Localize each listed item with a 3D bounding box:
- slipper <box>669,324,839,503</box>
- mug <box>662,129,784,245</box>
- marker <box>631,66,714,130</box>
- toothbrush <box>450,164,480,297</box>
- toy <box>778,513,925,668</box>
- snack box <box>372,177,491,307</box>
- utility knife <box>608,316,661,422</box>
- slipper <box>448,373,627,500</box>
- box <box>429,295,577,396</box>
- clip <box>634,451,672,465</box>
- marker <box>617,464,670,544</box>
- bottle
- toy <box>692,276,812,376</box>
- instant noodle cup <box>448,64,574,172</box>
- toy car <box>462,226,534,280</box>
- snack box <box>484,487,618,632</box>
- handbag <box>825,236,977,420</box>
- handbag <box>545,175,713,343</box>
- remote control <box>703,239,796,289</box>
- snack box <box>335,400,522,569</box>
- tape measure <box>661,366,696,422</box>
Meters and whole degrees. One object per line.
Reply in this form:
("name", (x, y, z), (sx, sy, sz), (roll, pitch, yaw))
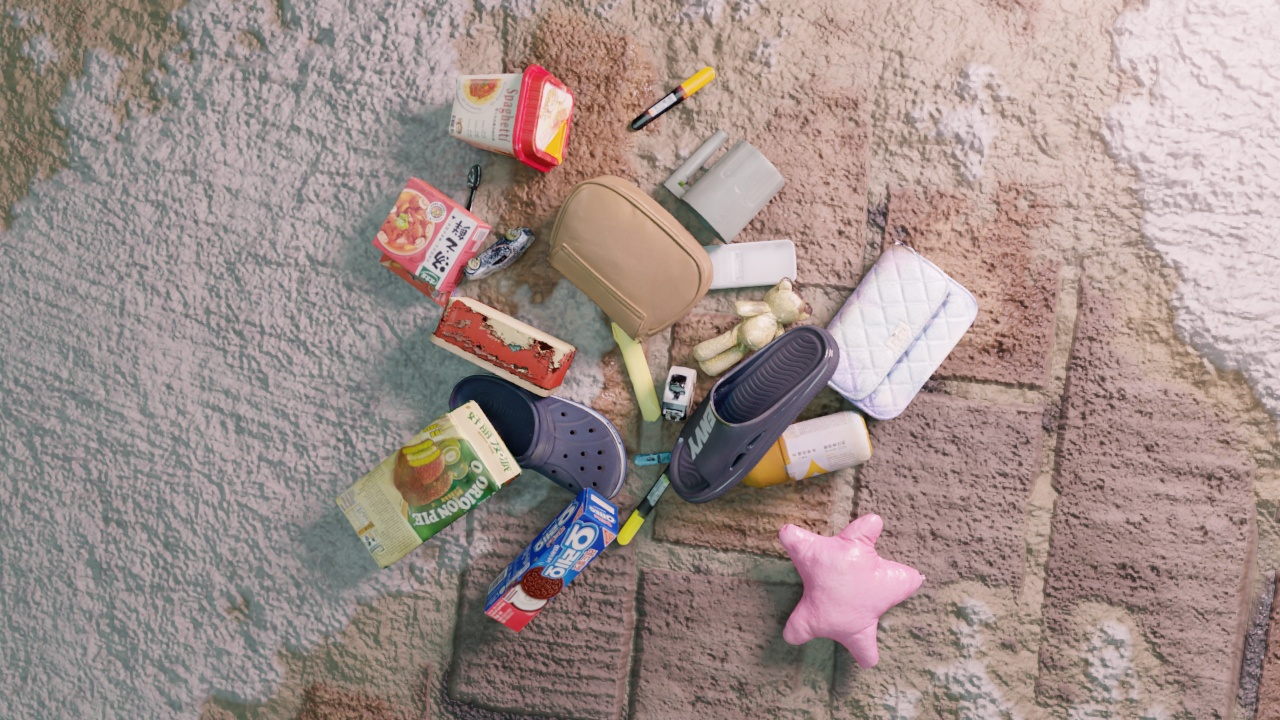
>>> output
("slipper", (0.118, 0.052, 1.097), (0.268, 0.083, 0.110), (-47, 44, 12))
("mug", (0.101, -0.219, 1.133), (0.103, 0.083, 0.124), (-45, 62, 5))
("marker", (0.041, -0.331, 1.163), (0.124, 0.015, 0.018), (-33, 86, 9))
("toothbrush", (-0.233, -0.164, 1.201), (0.014, 0.016, 0.189), (14, 95, 16))
("toy", (0.261, 0.285, 1.128), (0.178, 0.074, 0.194), (-5, 95, 5))
("snack box", (-0.275, -0.151, 1.183), (0.113, 0.044, 0.127), (34, 101, 8))
("utility knife", (-0.007, 0.007, 1.179), (0.031, 0.018, 0.151), (-17, 88, 11))
("slipper", (-0.131, 0.089, 1.159), (0.253, 0.095, 0.105), (28, 97, 8))
("box", (-0.168, -0.027, 1.159), (0.168, 0.091, 0.079), (25, 98, 5))
("clip", (0.020, 0.126, 1.177), (0.055, 0.038, 0.013), (-5, 92, -3))
("marker", (0.009, 0.185, 1.184), (0.018, 0.015, 0.124), (35, 93, 4))
("bottle", (0.186, 0.114, 1.132), (0.190, 0.068, 0.068), (-16, 90, 10))
("toy", (0.136, -0.038, 1.142), (0.157, 0.066, 0.105), (-35, 120, 11))
("instant noodle cup", (-0.162, -0.304, 1.145), (0.124, 0.116, 0.116), (12, 93, 19))
("toy car", (-0.181, -0.134, 1.179), (0.106, 0.049, 0.031), (-34, 86, 8))
("snack box", (-0.113, 0.251, 1.150), (0.058, 0.057, 0.208), (37, 110, -18))
("handbag", (0.304, -0.033, 1.109), (0.134, 0.075, 0.194), (36, 95, 7))
("handbag", (-0.014, -0.129, 1.135), (0.204, 0.099, 0.148), (43, 112, 3))
("remote control", (0.127, -0.120, 1.155), (0.136, 0.020, 0.056), (-4, 91, 7))
("snack box", (-0.269, 0.159, 1.153), (0.241, 0.063, 0.114), (-36, 88, 28))
("tape measure", (0.049, 0.041, 1.147), (0.033, 0.065, 0.066), (10, 94, 9))
